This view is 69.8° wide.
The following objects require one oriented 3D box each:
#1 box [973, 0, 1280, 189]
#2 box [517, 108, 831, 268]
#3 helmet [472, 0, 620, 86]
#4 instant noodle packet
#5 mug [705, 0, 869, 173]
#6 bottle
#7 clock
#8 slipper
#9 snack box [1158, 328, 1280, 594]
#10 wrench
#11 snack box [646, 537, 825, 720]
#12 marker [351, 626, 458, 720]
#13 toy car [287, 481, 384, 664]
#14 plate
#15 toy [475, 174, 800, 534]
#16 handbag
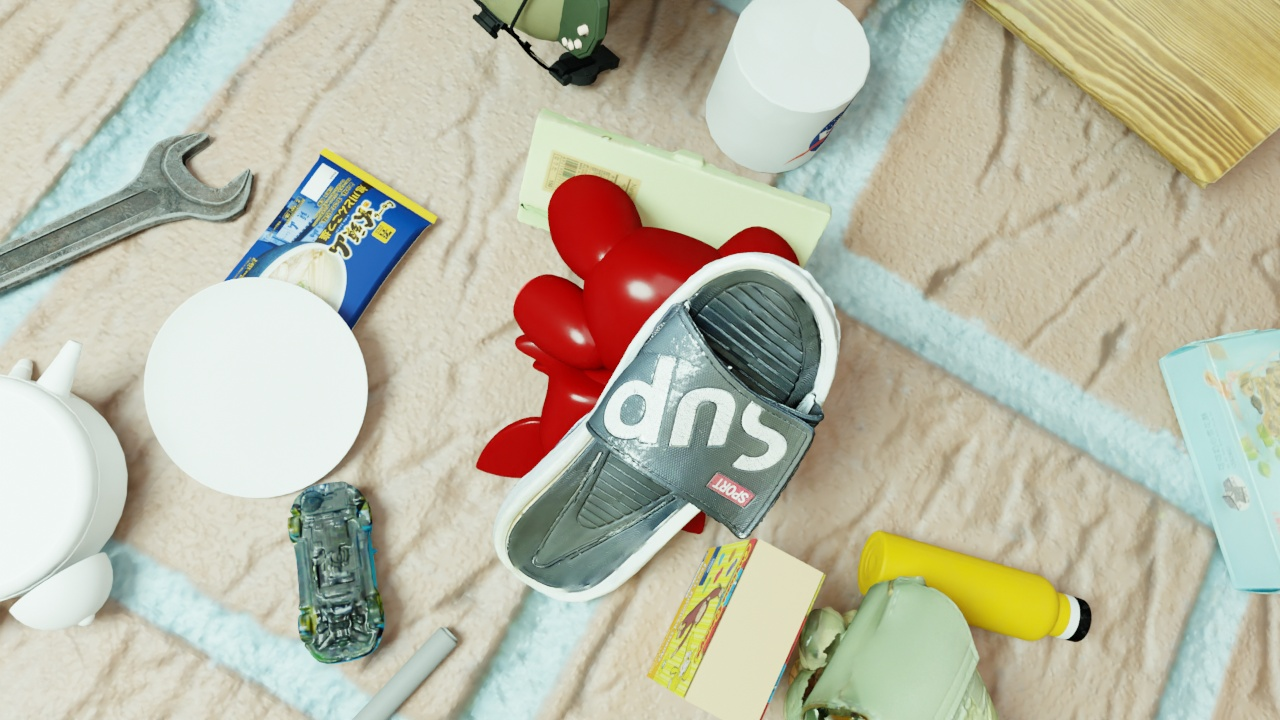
[{"bbox_3d":[0.434,-0.361,0.699,0.279,0.287,0.335,42,37,5],"label":"box"},{"bbox_3d":[0.021,-0.107,0.596,0.188,0.098,0.082,19,40,-6],"label":"box"},{"bbox_3d":[-0.007,-0.295,0.549,0.250,0.256,0.233,-26,84,-14],"label":"helmet"},{"bbox_3d":[-0.206,-0.064,0.595,0.087,0.026,0.134,32,74,-3],"label":"instant noodle packet"},{"bbox_3d":[0.104,-0.204,0.638,0.091,0.090,0.121,21,74,-2],"label":"mug"},{"bbox_3d":[0.216,0.149,0.590,0.143,0.043,0.043,16,74,-4],"label":"bottle"},{"bbox_3d":[-0.365,0.075,0.524,0.125,0.073,0.161,-6,84,-9],"label":"clock"},{"bbox_3d":[0.009,0.058,0.492,0.111,0.265,0.063,35,32,-16],"label":"slipper"},{"bbox_3d":[0.433,0.068,0.636,0.075,0.053,0.174,-9,77,-9],"label":"snack box"},{"bbox_3d":[-0.377,-0.068,0.573,0.272,0.010,0.070,-31,81,-17],"label":"wrench"},{"bbox_3d":[0.050,0.154,0.524,0.040,0.126,0.088,28,74,0],"label":"snack box"},{"bbox_3d":[-0.162,0.213,0.537,0.016,0.016,0.140,43,75,4],"label":"marker"},{"bbox_3d":[-0.180,0.126,0.548,0.048,0.032,0.105,-11,73,-10],"label":"toy car"},{"bbox_3d":[-0.235,0.017,0.565,0.134,0.011,0.134,0,92,-2],"label":"plate"},{"bbox_3d":[-0.003,0.003,0.557,0.158,0.120,0.198,16,116,-6],"label":"toy"},{"bbox_3d":[0.147,0.224,0.533,0.113,0.117,0.186,-41,110,-41],"label":"handbag"}]
